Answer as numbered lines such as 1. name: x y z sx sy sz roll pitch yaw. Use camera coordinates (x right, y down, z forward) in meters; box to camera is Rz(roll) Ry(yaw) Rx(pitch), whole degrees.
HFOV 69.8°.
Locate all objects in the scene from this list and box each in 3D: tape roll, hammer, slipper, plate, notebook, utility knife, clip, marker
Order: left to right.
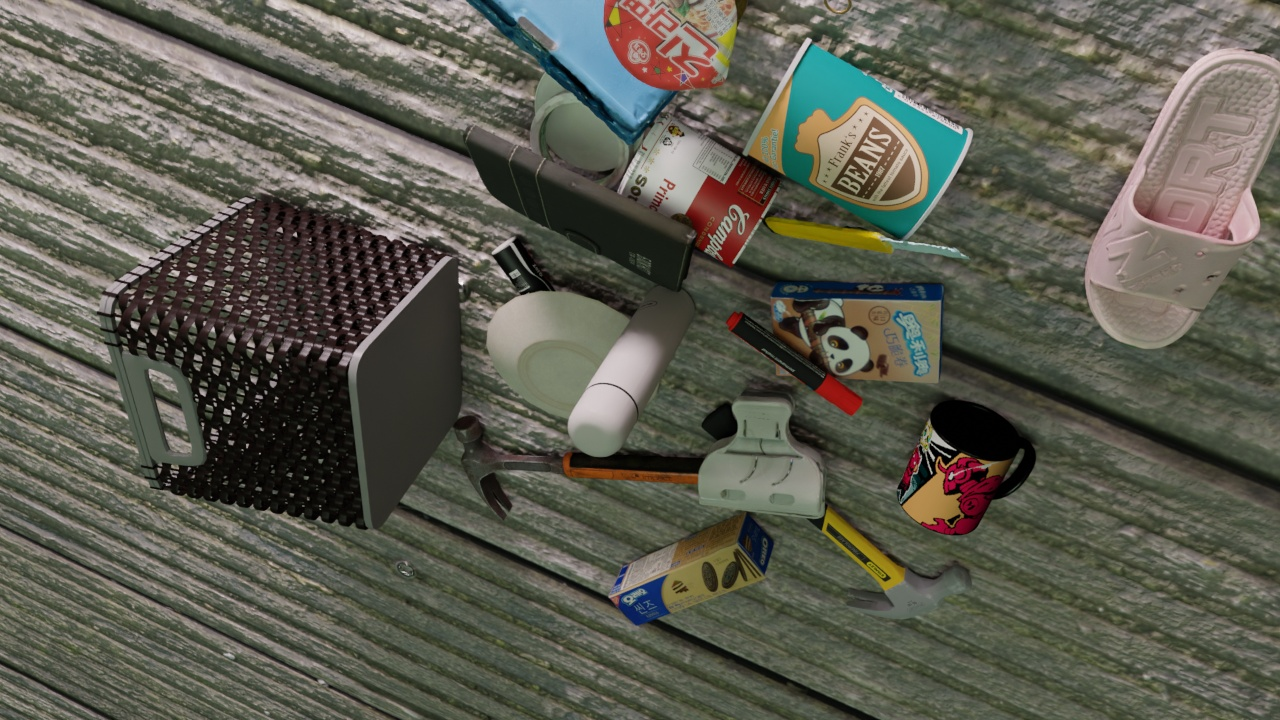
1. plate: -0.074 0.008 0.956 0.189 0.027 0.189 10 136 9
2. tape roll: -0.052 -0.192 0.810 0.094 0.018 0.094 10 124 15
3. notebook: -0.050 -0.130 0.819 0.209 0.029 0.169 29 172 4
4. hammer: -0.059 0.131 1.052 0.315 0.034 0.138 0 122 21
5. plate: -0.042 -0.222 0.815 0.104 0.026 0.104 10 124 15
6. clip: 0.120 0.106 0.910 0.126 0.098 0.152 3 127 14
7. marker: 0.141 0.002 0.851 0.145 0.021 0.024 35 159 -4
8. hammer: 0.192 0.164 0.980 0.323 0.029 0.127 41 127 -7
9. utility knife: 0.174 -0.098 0.743 0.030 0.217 0.019 25 92 -35
10. slipper: 0.408 -0.107 0.690 0.094 0.064 0.240 14 124 13

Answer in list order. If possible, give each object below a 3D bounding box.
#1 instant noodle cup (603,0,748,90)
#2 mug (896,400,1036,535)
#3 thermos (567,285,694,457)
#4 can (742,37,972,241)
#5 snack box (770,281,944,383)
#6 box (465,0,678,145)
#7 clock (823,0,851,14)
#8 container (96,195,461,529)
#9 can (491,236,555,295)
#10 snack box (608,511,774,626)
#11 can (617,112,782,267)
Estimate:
1. instant noodle cup: 0.037 -0.272 0.697 0.100 0.112 0.100 11 126 15
2. mug: 0.314 0.101 0.864 0.118 0.081 0.098 2 127 -12
3. thermos: -0.005 0.005 0.826 0.052 0.223 0.052 10 125 15
4. can: 0.168 -0.171 0.720 0.144 0.099 0.099 30 128 1
5. snack box: 0.198 -0.026 0.844 0.151 0.034 0.087 3 124 20
6. box: -0.065 -0.286 0.741 0.231 0.054 0.093 42 91 -5
7. clock: 0.182 -0.310 0.649 0.104 0.056 0.148 32 124 -12
8. container: -0.345 0.005 0.953 0.244 0.244 0.248 13 126 9
9. can: -0.115 -0.084 0.932 0.032 0.031 0.080 -24 111 32
10. snack box: 0.057 0.247 1.069 0.207 0.056 0.057 -32 107 35
11. can: 0.050 -0.146 0.791 0.116 0.086 0.087 31 128 0
